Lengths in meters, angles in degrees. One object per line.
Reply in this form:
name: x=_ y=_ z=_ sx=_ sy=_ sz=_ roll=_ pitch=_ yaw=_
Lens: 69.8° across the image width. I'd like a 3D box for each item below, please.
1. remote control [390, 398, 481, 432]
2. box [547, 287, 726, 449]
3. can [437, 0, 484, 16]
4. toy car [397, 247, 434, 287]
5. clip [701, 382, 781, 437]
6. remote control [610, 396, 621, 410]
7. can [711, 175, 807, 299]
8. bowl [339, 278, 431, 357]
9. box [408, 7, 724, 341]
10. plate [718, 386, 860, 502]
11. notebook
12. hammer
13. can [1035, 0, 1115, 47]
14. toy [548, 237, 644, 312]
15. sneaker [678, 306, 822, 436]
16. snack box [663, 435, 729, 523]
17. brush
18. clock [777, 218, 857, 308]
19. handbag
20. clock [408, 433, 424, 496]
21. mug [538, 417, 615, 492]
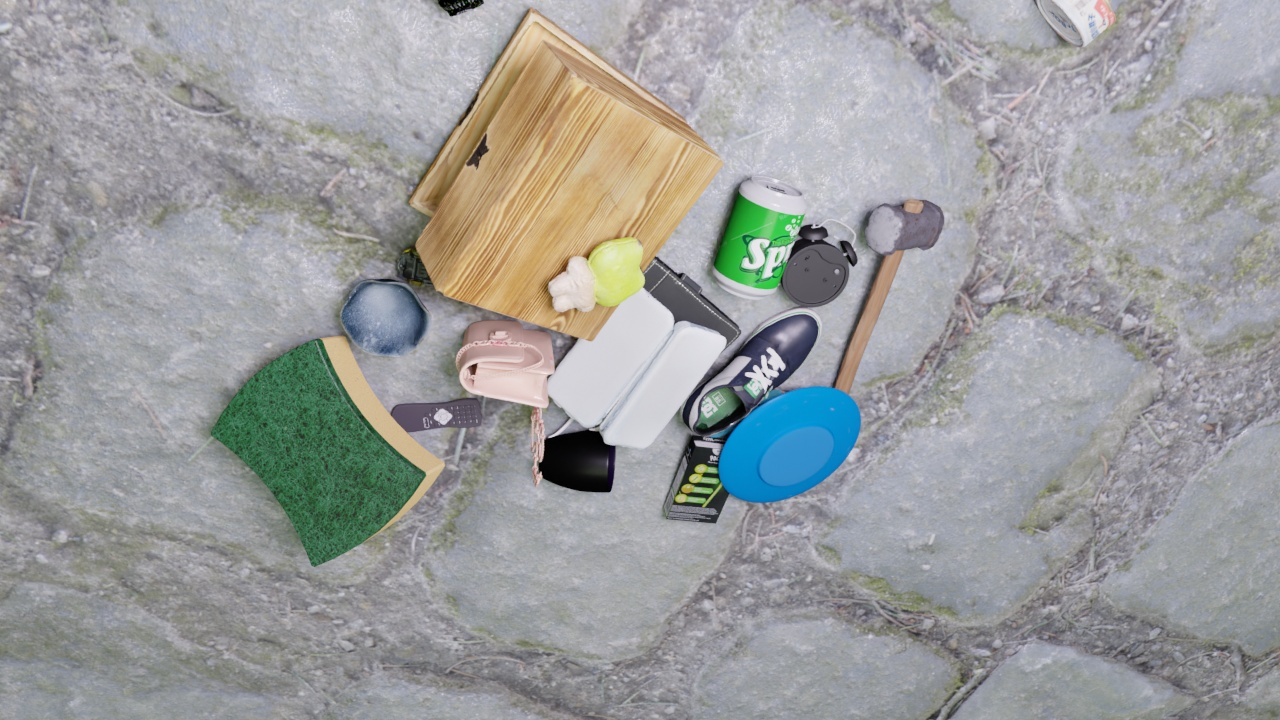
remote control: x=-0.284 y=0.077 z=1.274 sx=0.124 sy=0.009 sz=0.046 roll=-4 pitch=119 yaw=-4
box: x=-0.006 y=0.015 z=1.211 sx=0.185 sy=0.084 sz=0.211 roll=30 pitch=112 yaw=-22
can: x=-0.212 y=-0.442 z=0.974 sx=0.054 sy=0.054 sz=0.138 roll=-19 pitch=119 yaw=4
toy car: x=-0.253 y=-0.115 z=1.161 sx=0.107 sy=0.030 sz=0.049 roll=10 pitch=118 yaw=-13
clip: x=0.131 y=0.074 z=1.313 sx=0.121 sy=0.033 sz=0.119 roll=21 pitch=111 yaw=-16
remote control: x=-0.024 y=0.054 z=1.279 sx=0.135 sy=0.011 sz=0.050 roll=22 pitch=131 yaw=-12
can: x=0.149 y=-0.154 z=1.155 sx=0.087 sy=0.087 sz=0.140 roll=12 pitch=116 yaw=-13
bowl: x=-0.322 y=-0.062 z=1.167 sx=0.110 sy=0.055 sz=0.110 roll=-3 pitch=119 yaw=-6
box: x=-0.091 y=-0.208 z=1.074 sx=0.258 sy=0.220 sz=0.280 roll=19 pitch=117 yaw=-41
plate: x=0.220 y=0.131 z=1.318 sx=0.224 sy=0.024 sz=0.225 roll=-12 pitch=131 yaw=-14
notebook: x=0.011 y=-0.049 z=1.231 sx=0.209 sy=0.029 sz=0.170 roll=37 pitch=111 yaw=-26
hammer: x=0.311 y=-0.065 z=1.238 sx=0.097 sy=0.052 sz=0.329 roll=-11 pitch=130 yaw=-34
can: x=0.501 y=-0.407 z=1.059 sx=0.043 sy=0.086 sz=0.086 roll=-41 pitch=115 yaw=17
toy: x=-0.048 y=-0.091 z=1.020 sx=0.115 sy=0.046 sz=0.092 roll=-23 pitch=145 yaw=-13
sneaker: x=0.157 y=0.020 z=1.240 sx=0.235 sy=0.079 sz=0.084 roll=-41 pitch=105 yaw=2
snack box: x=0.094 y=0.177 z=1.349 sx=0.080 sy=0.025 sz=0.148 roll=8 pitch=125 yaw=-15
brush: x=-0.401 y=0.114 z=1.180 sx=0.195 sy=0.075 sz=0.250 roll=-39 pitch=88 yaw=12
clock: x=0.233 y=-0.128 z=1.204 sx=0.091 sy=0.042 sz=0.121 roll=25 pitch=113 yaw=-19
handbag: x=-0.180 y=0.056 z=1.168 sx=0.116 sy=0.198 sz=0.187 roll=7 pitch=109 yaw=-11
clock: x=-0.371 y=0.132 z=1.258 sx=0.121 sy=0.073 sz=0.157 roll=-23 pitch=99 yaw=10
mug: x=-0.089 y=0.124 z=1.291 sx=0.100 sy=0.085 sz=0.119 roll=3 pitch=89 yaw=5
